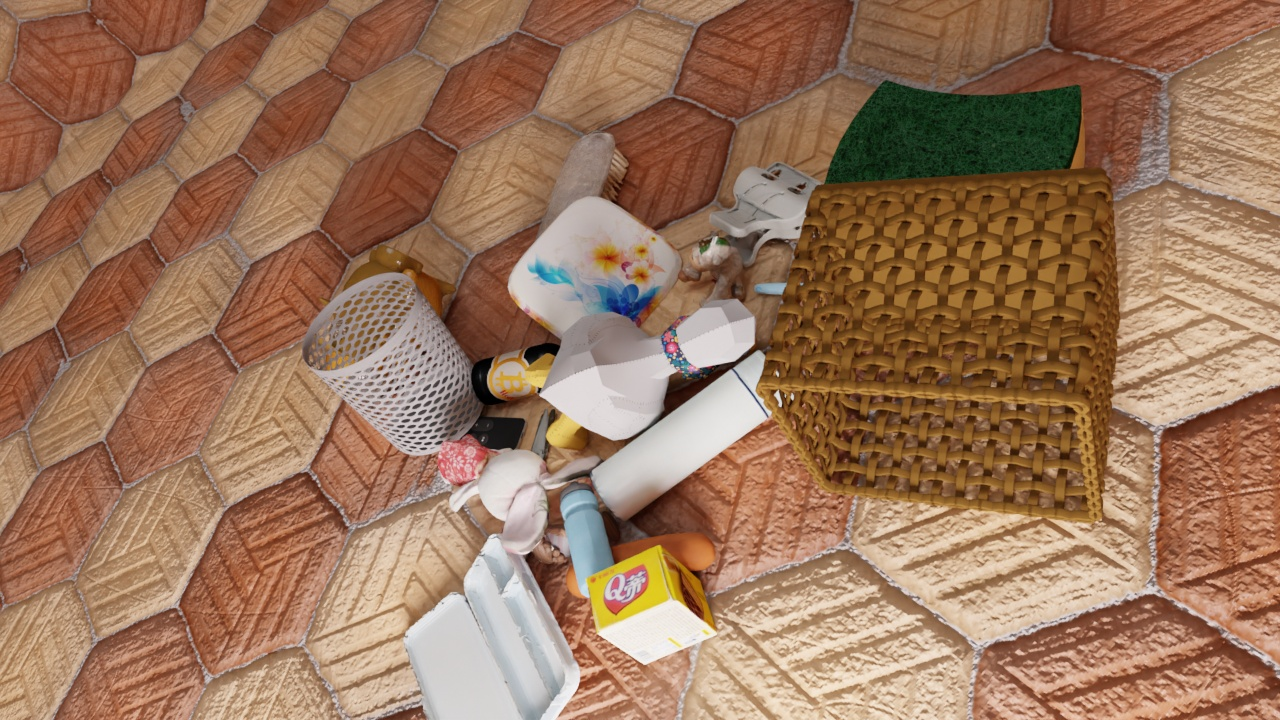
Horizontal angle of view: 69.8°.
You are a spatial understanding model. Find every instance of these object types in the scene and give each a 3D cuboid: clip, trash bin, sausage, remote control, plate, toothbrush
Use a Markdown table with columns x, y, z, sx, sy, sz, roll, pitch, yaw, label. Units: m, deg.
| x | y | z | sx | sy | sz | roll | pitch | yaw | label |
| --- | --- | --- | --- | --- | --- | --- | --- | --- | --- |
| 0.155 | -0.185 | 1.117 | 0.143 | 0.074 | 0.125 | -37 | 45 | -12 | clip |
| -0.297 | 0.011 | 1.140 | 0.157 | 0.183 | 0.156 | -16 | 44 | 16 | trash bin |
| -0.003 | 0.207 | 0.941 | 0.164 | 0.044 | 0.039 | -18 | 16 | 18 | sausage |
| -0.209 | 0.092 | 1.162 | 0.147 | 0.008 | 0.045 | 0 | 59 | 30 | remote control |
| -0.061 | -0.113 | 1.166 | 0.187 | 0.016 | 0.186 | 37 | 80 | 18 | plate |
| 0.202 | -0.081 | 1.043 | 0.155 | 0.016 | 0.022 | 3 | 98 | 31 | toothbrush |

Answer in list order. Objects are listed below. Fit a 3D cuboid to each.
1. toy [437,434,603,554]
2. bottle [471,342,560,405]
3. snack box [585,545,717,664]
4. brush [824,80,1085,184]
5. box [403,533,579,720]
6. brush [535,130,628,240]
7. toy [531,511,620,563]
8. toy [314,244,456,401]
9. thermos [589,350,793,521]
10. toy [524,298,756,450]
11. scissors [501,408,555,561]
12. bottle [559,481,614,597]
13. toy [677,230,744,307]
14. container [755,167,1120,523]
| x | y | z | sx | sy | sz | roll | pitch | yaw | label |
| --- | --- | --- | --- | --- | --- | --- | --- | --- | --- |
| -0.155 | 0.136 | 1.031 | 0.194 | 0.084 | 0.158 | 11 | 40 | 29 | toy |
| -0.118 | 0.009 | 1.134 | 0.182 | 0.059 | 0.059 | -14 | 53 | 21 | bottle |
| 0.010 | 0.234 | 0.873 | 0.084 | 0.106 | 0.061 | -27 | 49 | 11 | snack box |
| 0.343 | -0.208 | 1.010 | 0.250 | 0.075 | 0.194 | 14 | 67 | 36 | brush |
| -0.157 | 0.310 | 0.962 | 0.193 | 0.061 | 0.210 | -53 | 46 | 13 | box |
| -0.086 | -0.202 | 1.263 | 0.083 | 0.056 | 0.270 | 1 | 61 | 25 | brush |
| -0.078 | 0.194 | 0.996 | 0.102 | 0.041 | 0.054 | -9 | 32 | 34 | toy |
| -0.365 | -0.045 | 1.258 | 0.199 | 0.162 | 0.203 | 2 | 67 | 67 | toy |
| 0.055 | 0.080 | 0.981 | 0.230 | 0.068 | 0.068 | -37 | 48 | 4 | thermos |
| -0.006 | 0.006 | 0.996 | 0.268 | 0.246 | 0.141 | -25 | 82 | 31 | toy |
| -0.134 | 0.146 | 1.078 | 0.146 | 0.015 | 0.187 | -33 | 47 | 6 | scissors |
| -0.055 | 0.177 | 0.936 | 0.040 | 0.040 | 0.130 | -28 | 48 | 10 | bottle |
| 0.085 | -0.105 | 1.072 | 0.074 | 0.106 | 0.085 | -11 | 59 | -3 | toy |
| 0.274 | -0.011 | 0.815 | 0.252 | 0.219 | 0.213 | 3 | 60 | 31 | container |
